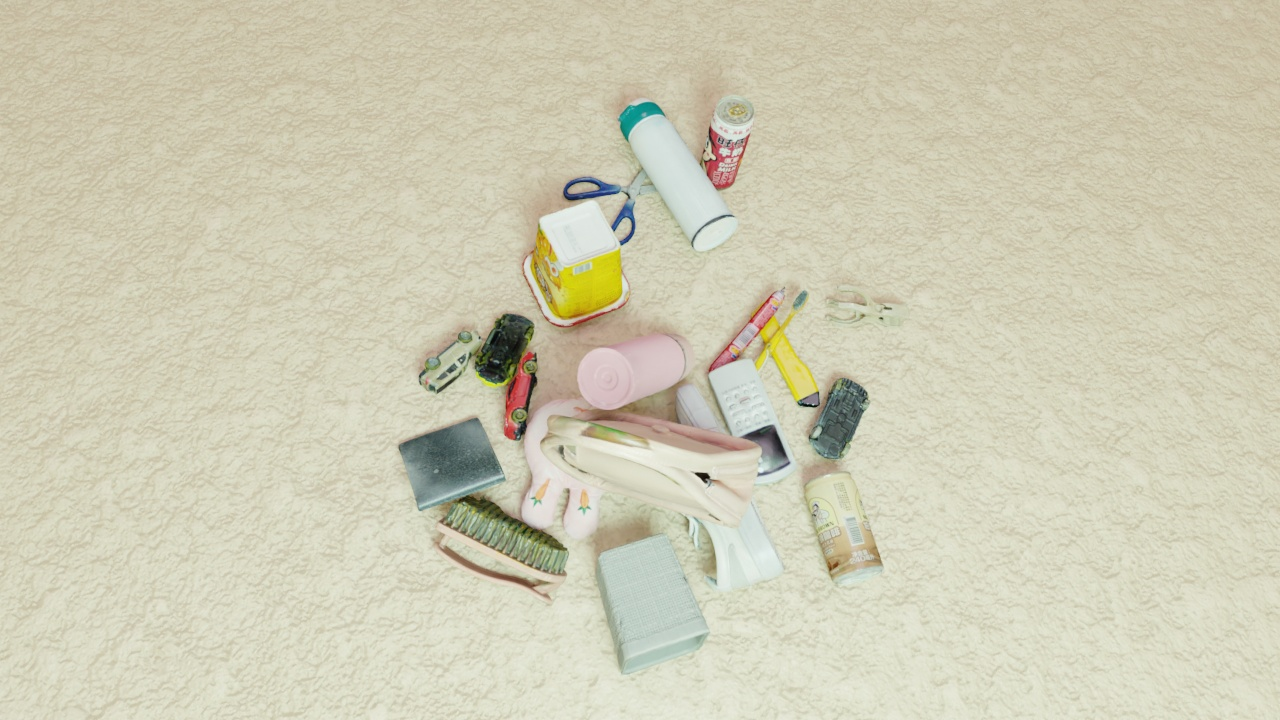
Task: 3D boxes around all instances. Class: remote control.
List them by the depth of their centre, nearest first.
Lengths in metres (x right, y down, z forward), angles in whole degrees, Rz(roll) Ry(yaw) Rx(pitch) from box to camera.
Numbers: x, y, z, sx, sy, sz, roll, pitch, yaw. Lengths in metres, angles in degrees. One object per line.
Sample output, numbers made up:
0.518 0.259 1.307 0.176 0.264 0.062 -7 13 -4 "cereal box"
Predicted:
0.131 0.072 1.077 0.058 0.021 0.150 -21 74 -4 "remote control"

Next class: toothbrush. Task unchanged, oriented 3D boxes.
0.154 -0.012 1.119 0.016 0.018 0.191 31 74 18 "toothbrush"

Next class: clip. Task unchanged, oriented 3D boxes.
0.281 -0.059 1.173 0.104 0.084 0.034 18 59 -25 "clip"

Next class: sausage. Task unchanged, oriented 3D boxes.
0.133 -0.033 1.130 0.020 0.020 0.155 38 77 12 "sausage"

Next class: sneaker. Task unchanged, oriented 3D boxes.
0.072 0.142 1.020 0.091 0.089 0.242 -25 61 7 "sneaker"

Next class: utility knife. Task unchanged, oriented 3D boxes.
0.180 -0.006 1.134 0.033 0.015 0.153 -23 68 -6 "utility knife"

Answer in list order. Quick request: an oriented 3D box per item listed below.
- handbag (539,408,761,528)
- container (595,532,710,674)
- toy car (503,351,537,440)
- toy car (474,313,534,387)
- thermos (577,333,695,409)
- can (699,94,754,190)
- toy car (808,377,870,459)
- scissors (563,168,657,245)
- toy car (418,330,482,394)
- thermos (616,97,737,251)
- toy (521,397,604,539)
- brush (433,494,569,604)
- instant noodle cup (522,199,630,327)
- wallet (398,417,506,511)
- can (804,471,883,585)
-0.003 0.092 0.883 0.193 0.234 0.093 12 83 25 "handbag"
0.006 0.251 0.953 0.090 0.090 0.114 -15 63 -13 "container"
-0.138 0.039 1.062 0.031 0.049 0.106 13 65 -2 "toy car"
-0.161 -0.012 1.094 0.048 0.032 0.105 18 52 3 "toy car"
-0.006 0.006 1.025 0.087 0.198 0.067 3 99 22 "thermos"
0.111 -0.282 1.197 0.053 0.133 0.053 2 64 -5 "can"
0.235 0.071 1.093 0.049 0.031 0.105 30 67 -1 "toy car"
-0.021 -0.220 1.221 0.175 0.012 0.162 6 63 -4 "scissors"
-0.220 0.001 1.076 0.035 0.042 0.090 43 68 4 "toy car"
0.045 -0.250 1.205 0.073 0.073 0.224 -23 68 -16 "thermos"
-0.075 0.117 1.031 0.121 0.054 0.159 12 71 -4 "toy"
-0.146 0.203 0.978 0.145 0.063 0.073 26 93 4 "brush"
-0.076 -0.120 1.103 0.116 0.124 0.116 -22 68 -15 "instant noodle cup"
-0.209 0.110 1.007 0.097 0.019 0.121 -18 35 -15 "wallet"
0.225 0.187 1.022 0.058 0.059 0.116 -10 65 -11 "can"
